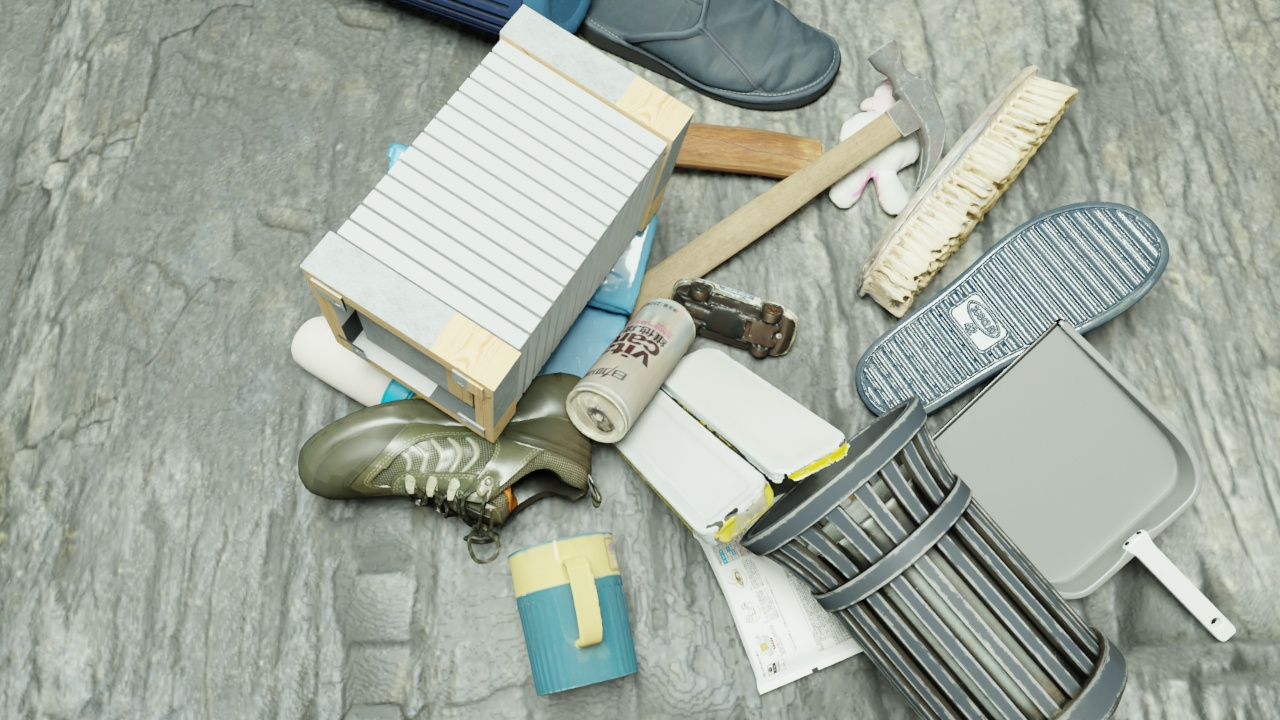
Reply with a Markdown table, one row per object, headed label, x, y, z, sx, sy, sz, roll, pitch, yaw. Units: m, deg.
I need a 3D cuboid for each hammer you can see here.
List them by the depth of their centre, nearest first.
| label | x | y | z | sx | sy | sz | roll | pitch | yaw |
| --- | --- | --- | --- | --- | --- | --- | --- | --- | --- |
| hammer | 0.120 | -0.139 | 0.804 | 0.331 | 0.031 | 0.119 | -34 | 91 | 0 |
| hammer | 0.020 | -0.192 | 0.837 | 0.301 | 0.037 | 0.157 | 5 | 73 | -1 |

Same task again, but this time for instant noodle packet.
| label | x | y | z | sx | sy | sz | roll | pitch | yaw |
| --- | --- | --- | --- | --- | --- | --- | --- | --- | --- |
| instant noodle packet | 0.107 | 0.180 | 0.723 | 0.087 | 0.026 | 0.134 | -21 | 71 | -5 |

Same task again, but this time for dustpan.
| label | x | y | z | sx | sy | sz | roll | pitch | yaw |
| --- | --- | --- | --- | --- | --- | --- | --- | --- | --- |
| dustpan | 0.356 | 0.116 | 0.705 | 0.163 | 0.033 | 0.257 | -45 | 92 | 5 |

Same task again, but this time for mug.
| label | x | y | z | sx | sy | sz | roll | pitch | yaw |
| --- | --- | --- | --- | --- | --- | --- | --- | --- | --- |
| mug | -0.049 | 0.186 | 0.682 | 0.083 | 0.114 | 0.107 | -7 | 72 | -14 |

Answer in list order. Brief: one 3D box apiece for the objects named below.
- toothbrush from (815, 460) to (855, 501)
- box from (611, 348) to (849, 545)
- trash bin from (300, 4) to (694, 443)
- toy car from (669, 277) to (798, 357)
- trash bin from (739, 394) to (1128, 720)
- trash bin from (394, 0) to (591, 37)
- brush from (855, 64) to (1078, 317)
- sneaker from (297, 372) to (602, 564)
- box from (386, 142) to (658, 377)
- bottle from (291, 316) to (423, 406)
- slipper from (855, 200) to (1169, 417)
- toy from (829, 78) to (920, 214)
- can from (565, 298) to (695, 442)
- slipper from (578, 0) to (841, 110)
| label | x | y | z | sx | sy | sz | roll | pitch | yaw |
| --- | --- | --- | --- | --- | --- | --- | --- | --- | --- |
| toothbrush | 0.160 | 0.094 | 0.756 | 0.016 | 0.016 | 0.167 | -32 | 73 | -7 |
| box | 0.054 | 0.055 | 0.703 | 0.129 | 0.034 | 0.209 | -33 | 29 | -11 |
| trash bin | -0.097 | -0.093 | 0.666 | 0.142 | 0.143 | 0.246 | 33 | 70 | 2 |
| toy car | 0.080 | -0.039 | 0.792 | 0.113 | 0.049 | 0.040 | 19 | 34 | 5 |
| trash bin | 0.208 | 0.164 | 0.648 | 0.164 | 0.164 | 0.227 | -39 | 82 | -11 |
| trash bin | -0.172 | -0.385 | 0.860 | 0.250 | 0.139 | 0.139 | 24 | 73 | 15 |
| brush | 0.283 | -0.150 | 0.799 | 0.056 | 0.083 | 0.270 | 38 | 76 | 15 |
| sneaker | -0.140 | 0.105 | 0.723 | 0.238 | 0.101 | 0.142 | -11 | 64 | -8 |
| box | -0.116 | -0.070 | 0.778 | 0.231 | 0.033 | 0.174 | 14 | 90 | -6 |
| bottle | -0.227 | 0.014 | 0.783 | 0.146 | 0.051 | 0.051 | 29 | 74 | 12 |
| slipper | 0.300 | -0.037 | 0.768 | 0.264 | 0.082 | 0.101 | -33 | 76 | 12 |
| toy | 0.218 | -0.196 | 0.839 | 0.076 | 0.037 | 0.125 | 11 | 86 | 2 |
| can | -0.004 | 0.004 | 0.740 | 0.054 | 0.054 | 0.135 | 28 | 45 | 11 |
| slipper | 0.063 | -0.323 | 0.870 | 0.265 | 0.083 | 0.108 | 22 | 71 | 8 |
